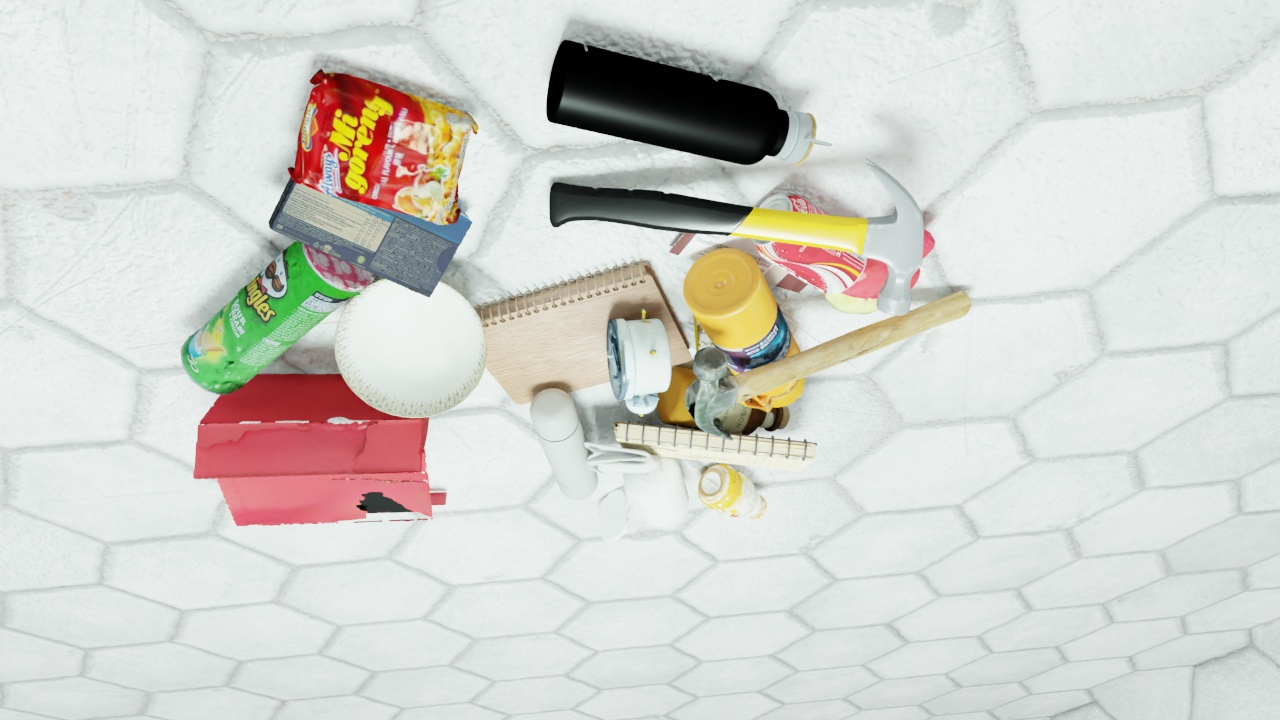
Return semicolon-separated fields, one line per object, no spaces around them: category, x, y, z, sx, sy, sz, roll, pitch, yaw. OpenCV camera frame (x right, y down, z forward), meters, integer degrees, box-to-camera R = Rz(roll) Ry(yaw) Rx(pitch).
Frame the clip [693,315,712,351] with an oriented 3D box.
clip;0.072;-0.027;0.975;0.044;0.054;0.049;-9;172;32

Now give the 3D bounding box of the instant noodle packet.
instant noodle packet;-0.200;-0.165;0.723;0.135;0.039;0.099;13;117;-22

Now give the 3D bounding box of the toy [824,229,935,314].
toy;0.235;-0.088;0.905;0.091;0.045;0.135;-3;150;-20

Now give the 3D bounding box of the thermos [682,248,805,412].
thermos;0.109;-0.018;0.944;0.091;0.076;0.232;-36;146;2

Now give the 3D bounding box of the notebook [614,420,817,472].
notebook;0.085;0.103;1.077;0.225;0.024;0.167;6;168;4

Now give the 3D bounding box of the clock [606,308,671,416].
clock;-0.006;0.005;0.935;0.057;0.083;0.118;-6;145;-12

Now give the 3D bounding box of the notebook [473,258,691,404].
notebook;-0.068;-0.026;0.971;0.211;0.022;0.169;-15;144;12

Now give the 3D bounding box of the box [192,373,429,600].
box;-0.307;0.189;0.824;0.215;0.509;0.141;0;128;-9

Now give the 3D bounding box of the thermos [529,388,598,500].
thermos;-0.090;0.103;1.098;0.052;0.052;0.224;-7;150;1

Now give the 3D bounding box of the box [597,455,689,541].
box;-0.008;0.180;1.217;0.143;0.083;0.137;-16;144;5

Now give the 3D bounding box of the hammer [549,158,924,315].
hammer;0.080;-0.120;0.790;0.324;0.029;0.127;8;116;6

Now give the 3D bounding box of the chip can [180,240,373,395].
chip can;-0.345;-0.044;0.863;0.224;0.075;0.075;-30;138;30

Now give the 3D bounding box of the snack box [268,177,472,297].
snack box;-0.228;-0.119;0.786;0.150;0.027;0.082;25;104;-34

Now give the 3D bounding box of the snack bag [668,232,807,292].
snack bag;0.108;-0.102;0.897;0.157;0.013;0.057;13;140;-25

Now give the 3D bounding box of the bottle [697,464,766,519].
bottle;0.128;0.183;1.250;0.063;0.063;0.109;-31;137;30

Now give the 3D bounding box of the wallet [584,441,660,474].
wallet;-0.022;0.122;1.093;0.086;0.032;0.116;3;169;11

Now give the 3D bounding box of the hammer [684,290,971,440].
hammer;0.195;-0.007;0.929;0.330;0.033;0.132;-19;143;-18

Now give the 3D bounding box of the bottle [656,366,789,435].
bottle;0.102;0.053;1.063;0.156;0.067;0.068;12;140;-23

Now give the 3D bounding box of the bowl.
bowl;-0.219;-0.022;0.895;0.145;0.063;0.145;-2;112;-4

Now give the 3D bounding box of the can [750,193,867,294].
can;0.156;-0.108;0.850;0.104;0.064;0.064;24;134;-32

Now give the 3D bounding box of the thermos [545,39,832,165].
thermos;0.045;-0.193;0.721;0.231;0.061;0.061;8;142;-18
